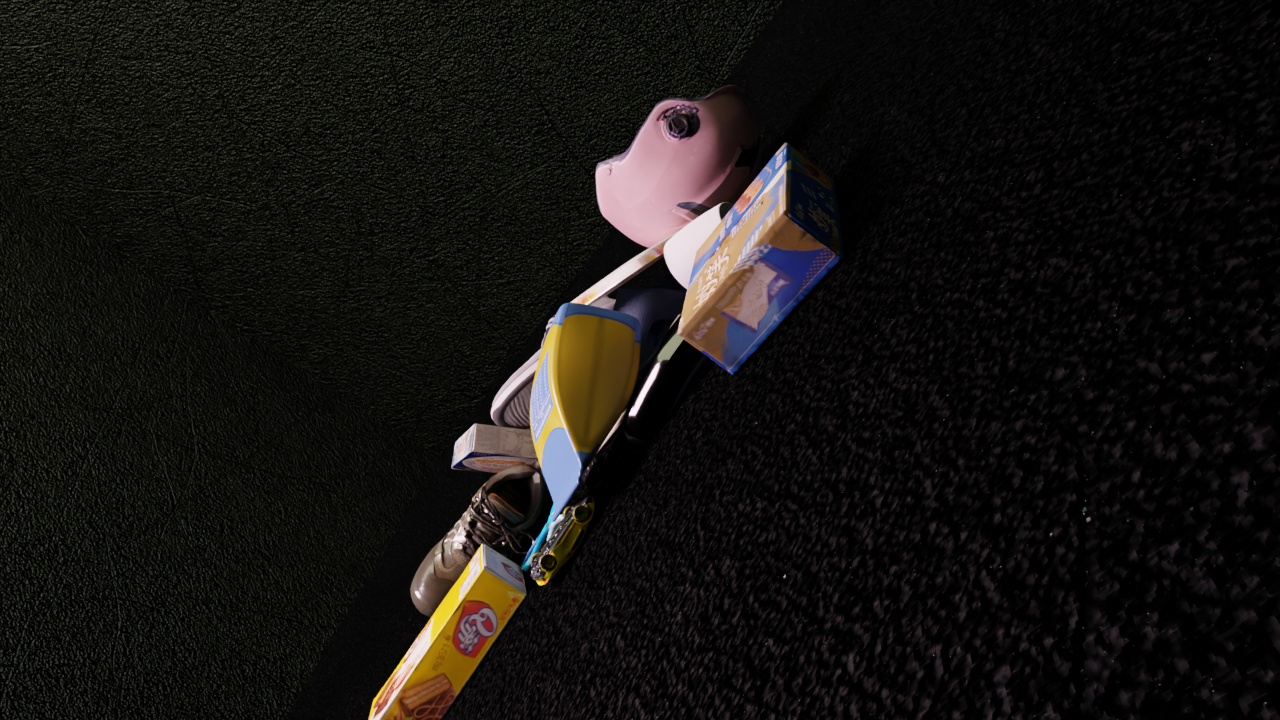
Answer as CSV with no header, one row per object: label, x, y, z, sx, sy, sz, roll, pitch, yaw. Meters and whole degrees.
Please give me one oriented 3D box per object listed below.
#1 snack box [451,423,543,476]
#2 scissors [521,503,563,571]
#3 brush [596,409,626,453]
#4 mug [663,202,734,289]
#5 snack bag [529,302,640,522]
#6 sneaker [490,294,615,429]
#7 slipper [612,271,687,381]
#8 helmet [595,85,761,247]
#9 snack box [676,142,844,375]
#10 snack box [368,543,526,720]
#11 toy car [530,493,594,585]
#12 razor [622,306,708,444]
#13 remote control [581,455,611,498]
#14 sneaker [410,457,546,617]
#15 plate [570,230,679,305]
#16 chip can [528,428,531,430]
snack box,-0.178,0.128,1.278,0.145,0.144,0.042,144,131,-64
scissors,-0.112,0.200,1.120,0.114,0.013,0.140,-53,13,19
brush,-0.024,0.073,1.124,0.218,0.012,0.033,-51,11,29
mug,0.089,-0.120,1.077,0.088,0.080,0.114,-37,51,37
snack bag,-0.070,0.063,1.026,0.159,0.102,0.204,122,157,-61
sneaker,-0.112,-0.010,1.281,0.262,0.097,0.129,-39,43,-13
slipper,0.013,-0.082,1.184,0.263,0.082,0.101,-54,26,-15
helmet,0.072,-0.253,1.268,0.255,0.152,0.230,-39,-17,-3
snack box,0.116,-0.103,0.881,0.155,0.069,0.202,-50,11,28
snack box,-0.223,0.333,1.058,0.230,0.061,0.110,-56,10,-3
toy car,-0.079,0.186,0.959,0.106,0.030,0.049,-56,9,-17
razor,0.029,0.018,0.955,0.156,0.057,0.060,-55,-21,-3
remote control,-0.054,0.133,1.068,0.030,0.009,0.140,-56,10,-3
sneaker,-0.186,0.219,1.155,0.237,0.101,0.143,-54,2,-30
plate,-0.021,-0.112,1.185,0.187,0.016,0.186,-31,4,35
chip can,-0.102,0.033,1.438,0.073,0.073,0.232,-43,17,50
